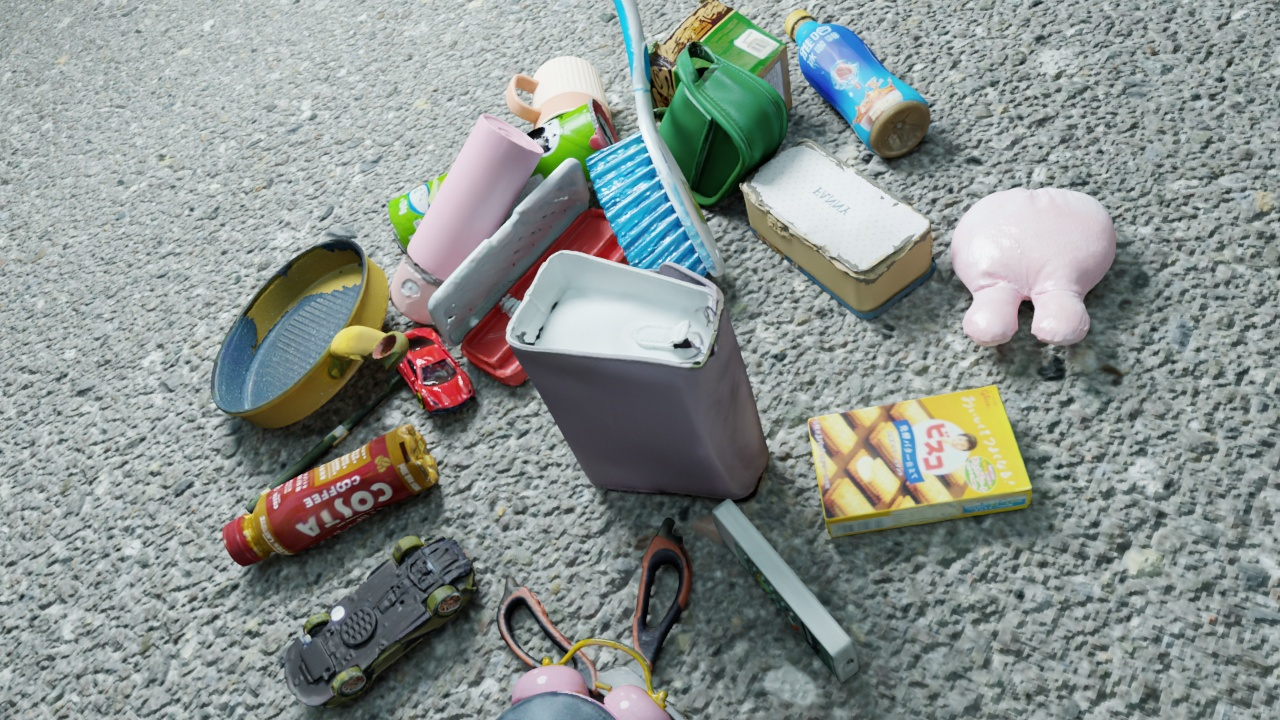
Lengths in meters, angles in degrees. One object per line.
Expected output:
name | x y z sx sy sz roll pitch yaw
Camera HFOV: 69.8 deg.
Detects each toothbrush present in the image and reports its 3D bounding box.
toothbrush | -0.282 0.071 0.834 0.185 0.012 0.017 -44 47 -15

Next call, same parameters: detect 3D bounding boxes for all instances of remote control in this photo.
remote control | 0.095 0.153 0.618 0.019 0.056 0.135 -35 52 -9

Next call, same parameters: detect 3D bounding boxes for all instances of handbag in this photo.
handbag | 0.066 -0.216 0.845 0.120 0.131 0.067 46 68 2
handbag | 0.010 0.020 0.655 0.145 0.197 0.098 14 60 26

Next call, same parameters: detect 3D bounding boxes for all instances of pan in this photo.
pan | -0.276 -0.021 0.800 0.358 0.078 0.197 15 69 45

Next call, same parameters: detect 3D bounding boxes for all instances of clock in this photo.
clock | -0.041 0.253 0.575 0.117 0.060 0.158 5 66 25

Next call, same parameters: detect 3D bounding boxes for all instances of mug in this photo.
mug | -0.086 -0.261 0.957 0.082 0.114 0.105 -51 35 37

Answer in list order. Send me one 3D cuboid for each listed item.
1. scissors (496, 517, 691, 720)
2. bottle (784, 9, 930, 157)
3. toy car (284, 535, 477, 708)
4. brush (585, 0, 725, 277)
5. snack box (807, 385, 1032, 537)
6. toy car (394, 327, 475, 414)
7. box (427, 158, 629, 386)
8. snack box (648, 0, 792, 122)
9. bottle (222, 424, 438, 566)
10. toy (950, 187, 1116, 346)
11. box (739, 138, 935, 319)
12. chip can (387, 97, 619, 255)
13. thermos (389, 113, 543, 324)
scissors | -0.019 0.213 0.635 0.189 0.015 0.222 -5 56 17
bottle | 0.202 -0.283 0.902 0.065 0.065 0.218 -25 50 -1
toy car | -0.195 0.195 0.691 0.158 0.042 0.070 -37 52 -12
brush | -0.004 -0.202 0.815 0.110 0.060 0.314 -28 80 19
snack box | 0.196 0.073 0.659 0.140 0.034 0.086 -10 53 9
toy car | -0.189 0.008 0.830 0.049 0.031 0.106 -23 50 -24
box | -0.095 -0.085 0.831 0.095 0.102 0.201 27 67 34
snack box | 0.085 -0.276 0.906 0.106 0.117 0.118 31 70 29
bottle | -0.258 0.115 0.763 0.175 0.057 0.057 -27 51 -2
toy | 0.302 -0.073 0.717 0.121 0.054 0.159 3 55 29
box | 0.171 -0.114 0.790 0.089 0.062 0.184 -34 53 -8
chip can | -0.135 -0.175 0.906 0.236 0.072 0.072 -23 50 14
thermos | -0.158 -0.121 0.850 0.087 0.067 0.199 35 107 8
